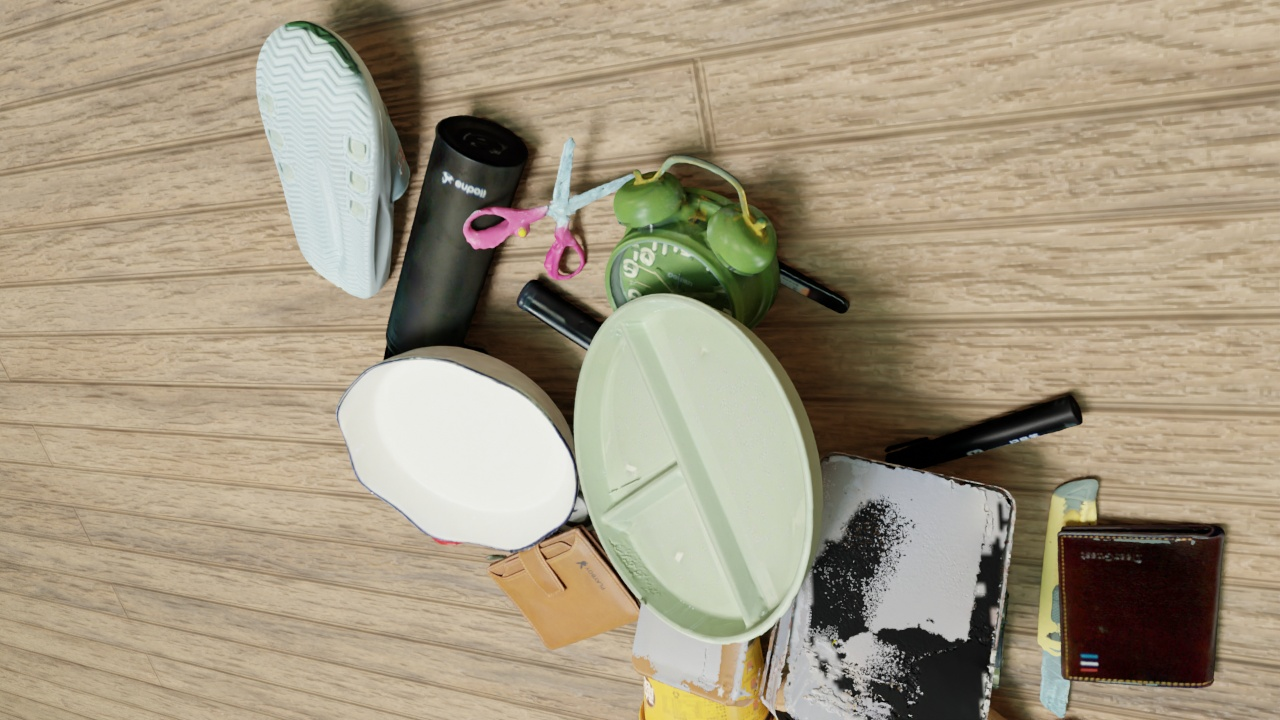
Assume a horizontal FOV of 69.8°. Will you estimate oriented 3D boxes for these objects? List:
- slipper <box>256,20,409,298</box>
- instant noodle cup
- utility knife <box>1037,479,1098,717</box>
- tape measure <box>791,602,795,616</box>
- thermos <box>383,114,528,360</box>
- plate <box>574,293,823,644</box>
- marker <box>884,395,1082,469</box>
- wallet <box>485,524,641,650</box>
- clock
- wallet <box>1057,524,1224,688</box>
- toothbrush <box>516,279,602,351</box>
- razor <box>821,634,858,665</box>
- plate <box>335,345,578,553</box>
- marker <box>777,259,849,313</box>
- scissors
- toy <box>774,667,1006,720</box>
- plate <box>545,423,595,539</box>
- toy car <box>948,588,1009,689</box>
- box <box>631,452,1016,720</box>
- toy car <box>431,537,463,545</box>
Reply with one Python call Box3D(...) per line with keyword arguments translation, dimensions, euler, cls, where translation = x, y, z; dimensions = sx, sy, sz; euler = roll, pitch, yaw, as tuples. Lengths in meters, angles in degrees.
Box3D(translation=(-0.230, -0.151, 0.728), dimensions=(0.104, 0.074, 0.246), euler=(27, 140, 12), cls="slipper")
Box3D(translation=(0.053, 0.256, 0.763), dimensions=(0.119, 0.118, 0.114), euler=(2, 108, 27), cls="instant noodle cup")
Box3D(translation=(0.299, 0.171, 0.648), dimensions=(0.031, 0.021, 0.208), euler=(8, 123, 30), cls="utility knife")
Box3D(translation=(0.128, 0.186, 0.736), dimensions=(0.058, 0.025, 0.055), euler=(18, 122, 20), cls="tape measure")
Box3D(translation=(-0.145, -0.069, 0.734), dimensions=(0.090, 0.068, 0.243), euler=(14, 128, -14), cls="thermos")
Box3D(translation=(0.031, 0.069, 0.602), dimensions=(0.230, 0.027, 0.230), euler=(16, 111, 48), cls="plate")
Box3D(translation=(0.227, 0.051, 0.618), dimensions=(0.132, 0.020, 0.022), euler=(-24, 86, 36), cls="marker")
Box3D(translation=(-0.068, 0.198, 0.820), dimensions=(0.131, 0.035, 0.119), euler=(-30, 106, 36), cls="wallet")
Box3D(translation=(0.033, -0.067, 0.617), dimensions=(0.116, 0.056, 0.162), euler=(24, 137, 16), cls="clock")
Box3D(translation=(0.332, 0.164, 0.614), dimensions=(0.096, 0.020, 0.122), euler=(-4, 112, 18), cls="wallet")
Box3D(translation=(-0.004, 0.004, 0.713), dimensions=(0.212, 0.026, 0.027), euler=(34, 113, 8), cls="toothbrush")
Box3D(translation=(0.186, 0.189, 0.709), dimensions=(0.043, 0.028, 0.133), euler=(34, 124, 13), cls="razor")
Box3D(translation=(-0.145, 0.071, 0.757), dimensions=(0.205, 0.045, 0.205), euler=(9, 128, 11), cls="plate")
Box3D(translation=(0.089, -0.066, 0.633), dimensions=(0.124, 0.015, 0.018), euler=(30, 155, 9), cls="marker")
Box3D(translation=(-0.059, -0.103, 0.669), dimensions=(0.133, 0.017, 0.131), euler=(-21, 139, 7), cls="scissors")
Box3D(translation=(0.215, 0.285, 0.705), dimensions=(0.226, 0.082, 0.143), euler=(-2, 150, 28), cls="toy")
Box3D(translation=(-0.060, 0.126, 0.809), dimensions=(0.180, 0.024, 0.180), euler=(13, 122, 21), cls="plate")
Box3D(translation=(0.241, 0.195, 0.676), dimensions=(0.054, 0.036, 0.121), euler=(6, 126, 25), cls="toy car")
Box3D(translation=(0.108, 0.154, 0.628), dimensions=(0.272, 0.132, 0.179), euler=(5, 76, 31), cls="box")
Box3D(translation=(-0.194, 0.129, 0.877), dimensions=(0.049, 0.031, 0.106), euler=(-4, 111, 29), cls="toy car")
